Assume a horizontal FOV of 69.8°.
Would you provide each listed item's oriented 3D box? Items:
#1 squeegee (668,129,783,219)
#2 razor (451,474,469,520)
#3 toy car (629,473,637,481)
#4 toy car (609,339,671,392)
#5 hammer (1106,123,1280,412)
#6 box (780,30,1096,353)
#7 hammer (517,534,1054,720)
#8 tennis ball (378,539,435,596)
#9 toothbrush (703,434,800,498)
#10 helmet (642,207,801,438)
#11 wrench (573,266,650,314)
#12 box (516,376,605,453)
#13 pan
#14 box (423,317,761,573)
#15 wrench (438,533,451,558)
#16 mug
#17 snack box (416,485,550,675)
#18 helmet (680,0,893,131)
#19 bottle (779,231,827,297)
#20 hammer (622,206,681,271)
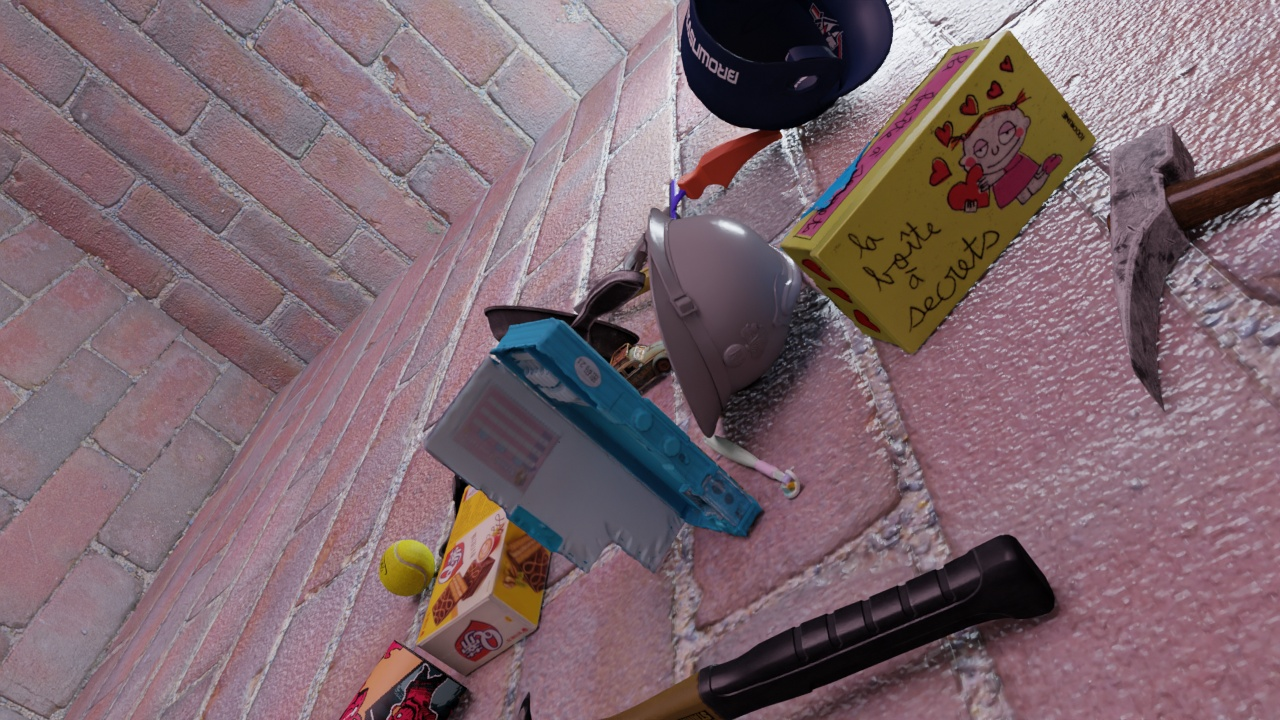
[{"bbox_3d":[0.110,-0.266,1.257,0.185,0.055,0.249,-29,23,16],"label":"squeegee"},{"bbox_3d":[-0.158,0.136,1.076,0.156,0.060,0.057,-23,47,7],"label":"razor"},{"bbox_3d":[0.002,0.117,0.835,0.049,0.030,0.106,-14,37,53],"label":"toy car"},{"bbox_3d":[-0.006,0.006,1.018,0.112,0.047,0.047,-38,20,24],"label":"toy car"},{"bbox_3d":[0.393,-0.101,0.466,0.302,0.037,0.217,-25,31,43],"label":"hammer"},{"bbox_3d":[0.227,-0.127,0.710,0.221,0.124,0.081,-48,19,-4],"label":"box"},{"bbox_3d":[0.064,0.182,0.523,0.334,0.118,0.025,-32,28,23],"label":"hammer"},{"bbox_3d":[-0.278,0.247,1.092,0.065,0.065,0.065,-39,23,20],"label":"tennis ball"},{"bbox_3d":[0.088,0.082,0.755,0.155,0.015,0.022,-157,67,-67],"label":"toothbrush"},{"bbox_3d":[0.087,-0.056,0.828,0.118,0.183,0.270,-18,33,12],"label":"helmet"},{"bbox_3d":[-0.007,-0.097,1.178,0.274,0.018,0.083,-25,29,44],"label":"wrench"},{"bbox_3d":[-0.089,0.073,0.967,0.049,0.117,0.205,-38,25,17],"label":"box"},{"bbox_3d":[-0.066,-0.043,1.017,0.357,0.187,0.055,166,115,-70],"label":"pan"},{"bbox_3d":[-0.034,0.087,0.685,0.121,0.227,0.098,-54,22,-19],"label":"box"},{"bbox_3d":[-0.160,0.131,1.133,0.273,0.018,0.073,-53,31,-9],"label":"wrench"},{"bbox_3d":[-0.222,0.326,0.852,0.098,0.082,0.118,-56,-4,-21],"label":"mug"},{"bbox_3d":[-0.148,0.196,0.941,0.110,0.061,0.229,-38,23,23],"label":"snack box"},{"bbox_3d":[0.183,-0.408,1.162,0.272,0.232,0.223,-23,-14,-1],"label":"helmet"},{"bbox_3d":[0.164,-0.099,0.871,0.051,0.051,0.146,-45,21,6],"label":"bottle"},{"bbox_3d":[0.062,-0.137,1.180,0.119,0.030,0.331,-50,24,-4],"label":"hammer"}]
